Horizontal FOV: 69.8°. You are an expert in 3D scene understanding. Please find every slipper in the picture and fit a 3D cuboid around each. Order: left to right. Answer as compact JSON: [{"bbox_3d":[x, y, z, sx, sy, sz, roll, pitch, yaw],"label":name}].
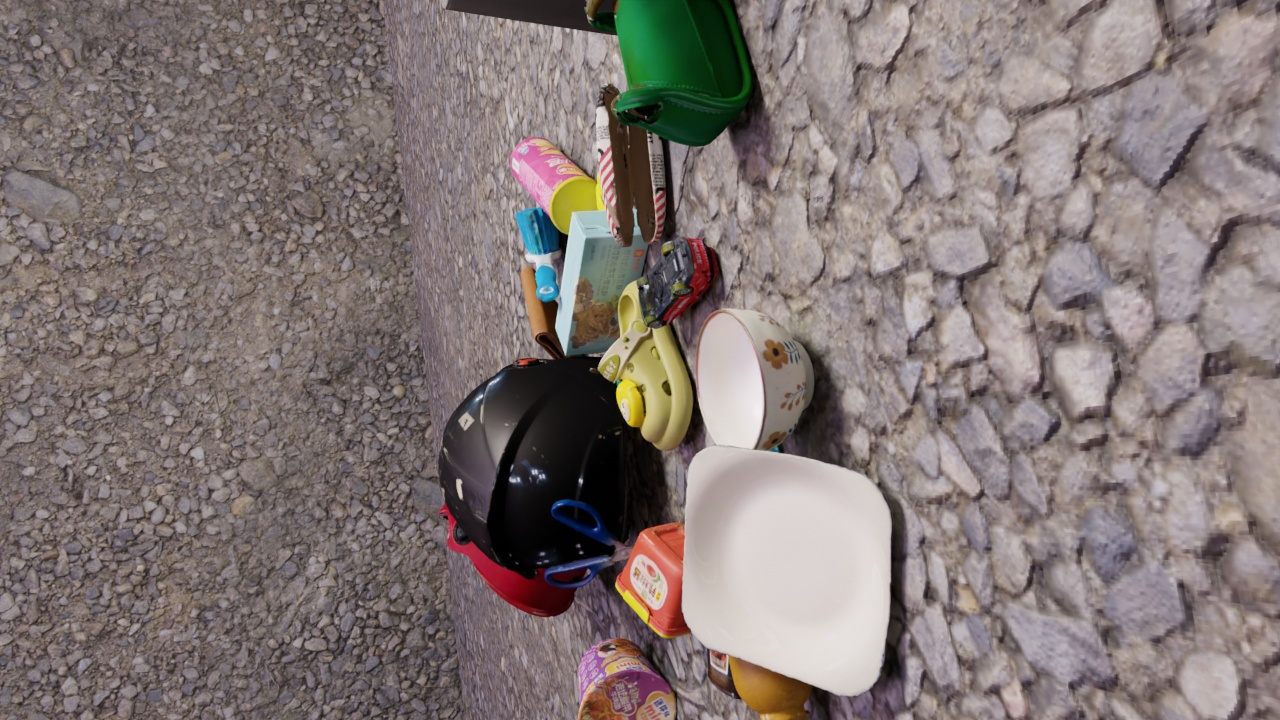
[{"bbox_3d":[-0.006,0.005,0.936,0.092,0.081,0.190,113,148,-57],"label":"slipper"}]

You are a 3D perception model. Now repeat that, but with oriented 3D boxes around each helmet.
[{"bbox_3d":[-0.146,0.214,1.233,0.144,0.206,0.240,-58,37,12],"label":"helmet"},{"bbox_3d":[-0.120,0.117,1.054,0.275,0.229,0.234,28,121,49],"label":"helmet"}]

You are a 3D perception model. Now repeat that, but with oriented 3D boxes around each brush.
[{"bbox_3d":[-0.126,-0.143,1.176,0.314,0.060,0.109,-120,20,-79],"label":"brush"}]

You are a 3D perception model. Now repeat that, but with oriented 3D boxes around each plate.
[{"bbox_3d":[0.106,0.144,0.660,0.164,0.034,0.164,9,102,36],"label":"plate"}]

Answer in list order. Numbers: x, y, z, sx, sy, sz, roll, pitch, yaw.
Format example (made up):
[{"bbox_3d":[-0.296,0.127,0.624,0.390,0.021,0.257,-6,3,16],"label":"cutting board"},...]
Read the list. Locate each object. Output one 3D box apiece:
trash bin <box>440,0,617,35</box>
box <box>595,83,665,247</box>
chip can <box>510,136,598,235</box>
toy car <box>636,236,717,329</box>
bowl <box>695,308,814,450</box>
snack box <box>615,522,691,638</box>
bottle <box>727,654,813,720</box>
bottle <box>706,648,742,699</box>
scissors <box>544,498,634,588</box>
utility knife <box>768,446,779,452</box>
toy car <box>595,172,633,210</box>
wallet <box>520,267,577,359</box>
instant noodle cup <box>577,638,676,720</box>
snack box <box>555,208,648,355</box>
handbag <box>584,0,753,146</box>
[{"bbox_3d":[-0.060,-0.392,0.772,0.199,0.219,0.198,114,146,-53],"label":"trash bin"},{"bbox_3d":[0.002,-0.197,0.919,0.075,0.081,0.163,-9,-88,-78],"label":"box"},{"bbox_3d":[-0.106,-0.224,1.154,0.210,0.071,0.071,-128,37,-56],"label":"chip can"},{"bbox_3d":[0.033,-0.070,0.857,0.121,0.045,0.053,137,127,-59],"label":"toy car"},{"bbox_3d":[0.092,0.014,0.697,0.114,0.062,0.113,172,90,-71],"label":"bowl"},{"bbox_3d":[0.033,0.210,0.889,0.091,0.081,0.080,37,120,43],"label":"snack box"},{"bbox_3d":[0.096,0.205,0.730,0.068,0.068,0.189,135,126,-65],"label":"bottle"},{"bbox_3d":[0.079,0.192,0.811,0.080,0.044,0.195,175,90,-72],"label":"bottle"},{"bbox_3d":[-0.030,0.196,0.945,0.163,0.176,0.012,-35,25,22],"label":"scissors"},{"bbox_3d":[0.127,0.139,0.706,0.029,0.013,0.221,109,148,-50],"label":"utility knife"},{"bbox_3d":[-0.032,-0.192,1.019,0.105,0.032,0.048,128,132,-64],"label":"toy car"},{"bbox_3d":[-0.118,-0.048,1.244,0.119,0.035,0.130,59,-171,-47],"label":"wallet"},{"bbox_3d":[-0.024,0.382,1.064,0.099,0.111,0.112,-130,38,-71],"label":"instant noodle cup"},{"bbox_3d":[-0.045,-0.085,1.021,0.175,0.074,0.051,104,153,-43],"label":"snack box"},{"bbox_3d":[0.022,-0.240,0.734,0.068,0.120,0.131,137,127,-59],"label":"handbag"}]
